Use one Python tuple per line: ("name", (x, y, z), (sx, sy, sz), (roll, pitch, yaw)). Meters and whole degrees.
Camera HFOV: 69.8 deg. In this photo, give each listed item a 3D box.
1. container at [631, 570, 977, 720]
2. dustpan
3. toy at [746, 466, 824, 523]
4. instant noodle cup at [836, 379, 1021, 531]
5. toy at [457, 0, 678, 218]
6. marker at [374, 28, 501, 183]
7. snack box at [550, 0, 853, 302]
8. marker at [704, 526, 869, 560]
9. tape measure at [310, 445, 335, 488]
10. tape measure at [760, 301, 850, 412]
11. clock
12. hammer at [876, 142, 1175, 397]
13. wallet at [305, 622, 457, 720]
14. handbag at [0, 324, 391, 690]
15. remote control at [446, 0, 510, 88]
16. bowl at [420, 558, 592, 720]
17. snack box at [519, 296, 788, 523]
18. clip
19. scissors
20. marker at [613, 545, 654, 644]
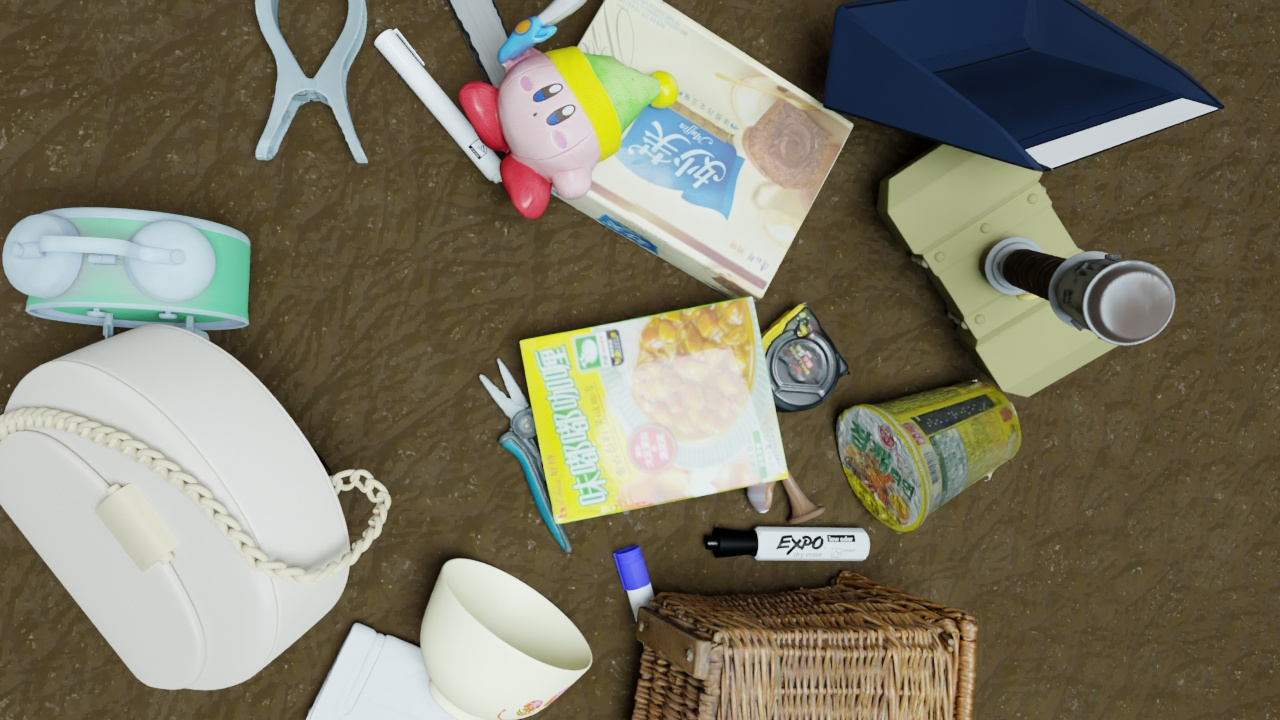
("container", (0.088, 0.271, 0.607), (0.183, 0.162, 0.250), (9, 85, -17))
("dustpan", (0.241, -0.233, 0.662), (0.235, 0.273, 0.080), (-21, 127, -32))
("toy", (0.090, 0.080, 0.688), (0.054, 0.042, 0.102), (-24, 83, -33))
("instant noodle cup", (0.219, 0.062, 0.691), (0.108, 0.102, 0.102), (-19, 91, -20))
("toy", (-0.045, -0.172, 0.608), (0.131, 0.096, 0.124), (-29, 86, 9))
("marker", (-0.142, -0.184, 0.666), (0.020, 0.017, 0.133), (-41, 95, -12))
("snack box", (0.033, -0.158, 0.679), (0.207, 0.055, 0.153), (30, 82, -8))
("marker", (0.111, 0.139, 0.696), (0.126, 0.025, 0.025), (3, 87, -11))
("tape measure", (-0.236, 0.072, 0.612), (0.038, 0.063, 0.067), (-42, 97, -11))
("tape measure", (0.116, 0.003, 0.696), (0.072, 0.042, 0.071), (-36, 95, -15))
("clock", (-0.306, -0.050, 0.554), (0.122, 0.162, 0.075), (1, 86, -11))
("hammer", (0.248, -0.055, 0.572), (0.101, 0.324, 0.190), (-33, 94, 13))
("wallet", (-0.165, 0.240, 0.635), (0.116, 0.032, 0.086), (22, 81, -9))
("handbag", (-0.276, 0.088, 0.552), (0.209, 0.103, 0.210), (-33, 95, 34))
("remote control", (-0.115, -0.243, 0.676), (0.033, 0.013, 0.136), (-26, 91, -12))
("bowl", (-0.102, 0.198, 0.612), (0.118, 0.118, 0.074), (34, 92, -8))
("snack box", (0.010, 0.034, 0.647), (0.168, 0.027, 0.132), (-11, 91, -2))
("clip", (-0.247, -0.218, 0.643), (0.108, 0.028, 0.163), (-4, 87, -10))
("scissors", (-0.064, 0.072, 0.668), (0.149, 0.019, 0.122), (19, 88, -5))
("marker", (0.010, 0.207, 0.677), (0.020, 0.020, 0.141), (-17, 91, -11))
